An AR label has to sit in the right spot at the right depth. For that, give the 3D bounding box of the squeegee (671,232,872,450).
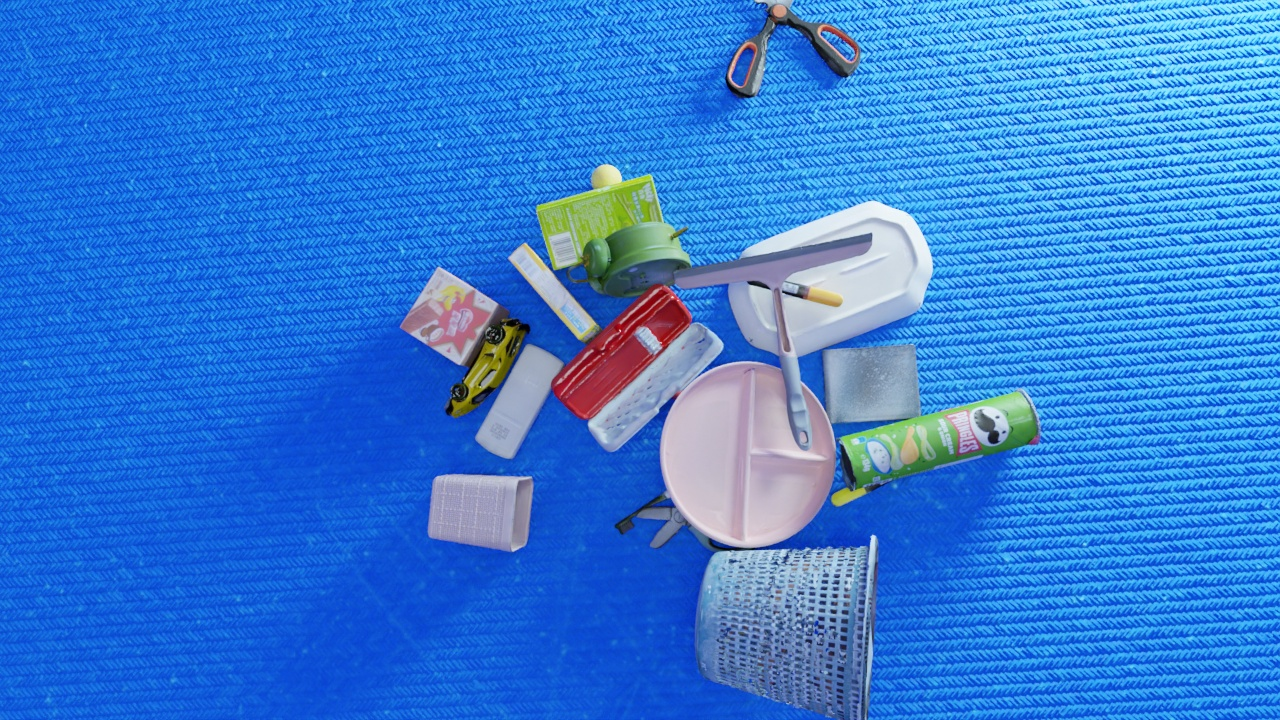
[{"bbox_3d":[0.182,-0.012,1.137,0.248,0.040,0.249,-10,92,2],"label":"squeegee"}]

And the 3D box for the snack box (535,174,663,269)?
[{"bbox_3d":[-0.050,-0.179,1.192,0.156,0.026,0.086,-15,113,3],"label":"snack box"}]

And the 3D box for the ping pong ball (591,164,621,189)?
[{"bbox_3d":[-0.045,-0.237,1.205,0.040,0.040,0.040,0,86,4],"label":"ping pong ball"}]

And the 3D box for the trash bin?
[{"bbox_3d":[0.173,0.309,1.078,0.195,0.226,0.226,4,86,17],"label":"trash bin"}]

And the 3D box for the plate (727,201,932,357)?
[{"bbox_3d":[0.245,-0.106,1.178,0.266,0.034,0.162,-20,85,2],"label":"plate"}]

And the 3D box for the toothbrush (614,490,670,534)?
[{"bbox_3d":[0.048,0.169,1.184,0.186,0.012,0.017,-33,90,1],"label":"toothbrush"}]

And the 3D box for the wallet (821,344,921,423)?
[{"bbox_3d":[0.295,0.031,1.174,0.121,0.019,0.097,-3,88,2],"label":"wallet"}]

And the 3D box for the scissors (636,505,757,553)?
[{"bbox_3d":[0.093,0.192,1.169,0.181,0.019,0.170,39,90,-2],"label":"scissors"}]

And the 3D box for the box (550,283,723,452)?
[{"bbox_3d":[-0.005,0.009,1.154,0.201,0.100,0.102,-43,122,0],"label":"box"}]

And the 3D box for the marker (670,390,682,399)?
[{"bbox_3d":[0.092,0.059,1.186,0.145,0.017,0.017,19,87,5],"label":"marker"}]

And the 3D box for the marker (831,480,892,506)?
[{"bbox_3d":[0.299,0.154,1.166,0.124,0.015,0.018,-25,70,-1],"label":"marker"}]

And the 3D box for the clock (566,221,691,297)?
[{"bbox_3d":[-0.014,-0.123,1.160,0.161,0.116,0.056,-14,73,-1],"label":"clock"}]

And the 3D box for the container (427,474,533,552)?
[{"bbox_3d":[-0.203,0.188,1.164,0.111,0.090,0.090,4,86,8],"label":"container"}]

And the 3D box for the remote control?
[{"bbox_3d":[-0.158,0.054,1.201,0.058,0.021,0.150,29,88,5],"label":"remote control"}]

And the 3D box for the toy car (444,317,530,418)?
[{"bbox_3d":[-0.197,0.012,1.184,0.041,0.071,0.156,34,91,10],"label":"toy car"}]

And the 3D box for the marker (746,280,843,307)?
[{"bbox_3d":[0.194,-0.089,1.155,0.124,0.015,0.018,15,88,8],"label":"marker"}]

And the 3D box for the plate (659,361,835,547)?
[{"bbox_3d":[0.133,0.116,1.146,0.229,0.028,0.229,1,84,-13],"label":"plate"}]

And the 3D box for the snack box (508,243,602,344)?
[{"bbox_3d":[-0.107,-0.083,1.175,0.034,0.087,0.140,-39,84,0],"label":"snack box"}]

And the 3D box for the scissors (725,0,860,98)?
[{"bbox_3d":[0.185,-0.439,1.216,0.234,0.022,0.220,37,84,6],"label":"scissors"}]

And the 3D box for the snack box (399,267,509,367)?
[{"bbox_3d":[-0.238,-0.054,1.187,0.094,0.077,0.092,32,88,5],"label":"snack box"}]

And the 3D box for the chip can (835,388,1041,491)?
[{"bbox_3d":[0.364,0.100,1.132,0.236,0.072,0.072,-15,85,2],"label":"chip can"}]
